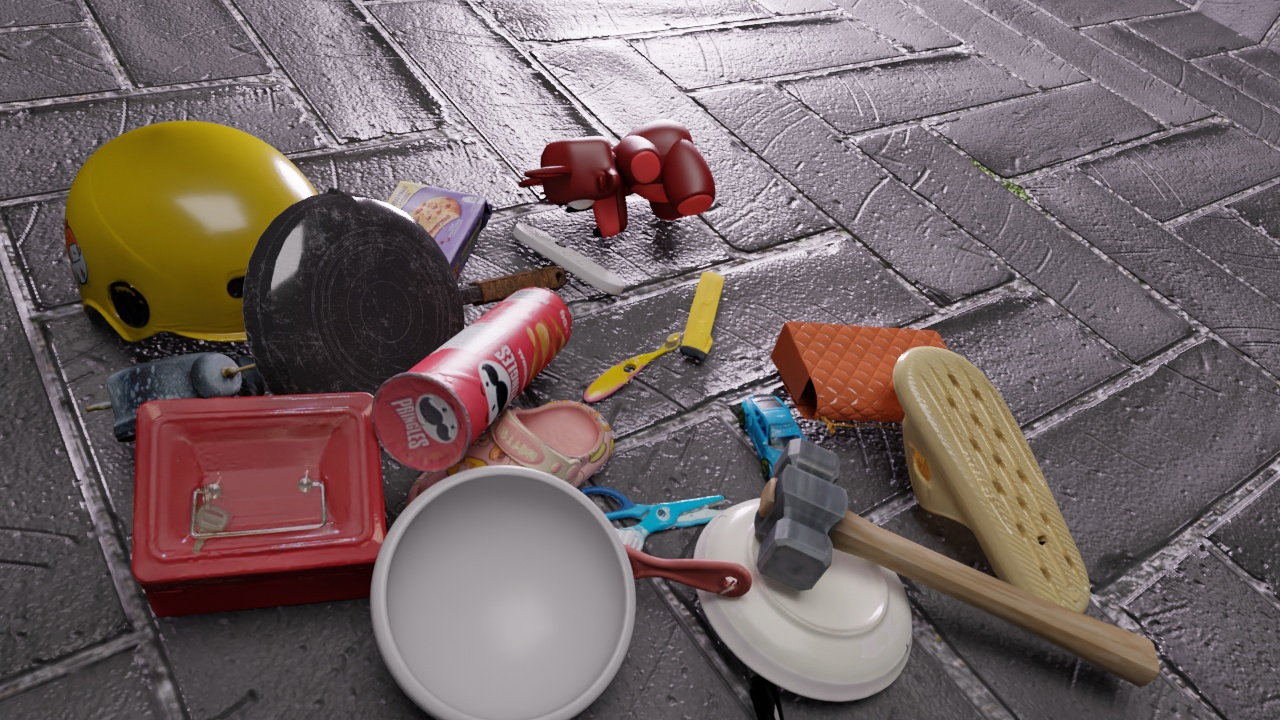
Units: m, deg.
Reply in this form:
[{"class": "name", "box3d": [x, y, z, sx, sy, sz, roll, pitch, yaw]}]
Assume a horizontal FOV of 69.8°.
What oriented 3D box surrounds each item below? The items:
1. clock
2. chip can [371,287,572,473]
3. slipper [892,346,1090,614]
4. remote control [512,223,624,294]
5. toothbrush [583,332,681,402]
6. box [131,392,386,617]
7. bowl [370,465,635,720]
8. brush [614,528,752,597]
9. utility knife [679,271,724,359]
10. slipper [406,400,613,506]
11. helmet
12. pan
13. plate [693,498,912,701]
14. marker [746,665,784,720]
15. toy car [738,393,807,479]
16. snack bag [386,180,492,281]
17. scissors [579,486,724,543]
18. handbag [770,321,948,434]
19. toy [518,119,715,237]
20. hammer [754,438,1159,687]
[{"class": "clock", "box3d": [-0.333, 0.024, 0.685, 0.129, 0.090, 0.052, -15, 89, -2]}, {"class": "chip can", "box3d": [-0.121, 0.004, 0.720, 0.073, 0.073, 0.232, 22, 23, 6]}, {"class": "slipper", "box3d": [0.296, 0.111, 0.808, 0.111, 0.079, 0.261, -14, 69, -31]}, {"class": "remote control", "box3d": [-0.075, -0.106, 0.952, 0.136, 0.013, 0.043, 32, 19, 17]}, {"class": "toothbrush", "box3d": [-0.005, 0.005, 0.868, 0.021, 0.016, 0.135, 41, 48, 18]}, {"class": "box", "box3d": [-0.262, 0.105, 0.643, 0.157, 0.123, 0.136, 0, 63, -21]}, {"class": "bowl", "box3d": [-0.095, 0.164, 0.625, 0.176, 0.066, 0.176, 10, 61, -18]}, {"class": "brush", "box3d": [-0.002, 0.146, 0.683, 0.172, 0.041, 0.030, 6, 31, 13]}, {"class": "utility knife", "box3d": [0.067, -0.050, 0.947, 0.030, 0.017, 0.155, 21, 44, -2]}, {"class": "slipper", "box3d": [-0.097, 0.074, 0.723, 0.093, 0.082, 0.196, 35, 44, 21]}, {"class": "helmet", "box3d": [-0.366, -0.122, 0.768, 0.240, 0.140, 0.208, 18, 40, 27]}, {"class": "pan", "box3d": [-0.170, -0.052, 0.792, 0.040, 0.207, 0.355, -7, 8, 37]}, {"class": "plate", "box3d": [0.131, 0.171, 0.710, 0.182, 0.034, 0.182, 13, 39, -11]}, {"class": "marker", "box3d": [0.080, 0.212, 0.678, 0.022, 0.016, 0.138, 14, 39, -29]}, {"class": "toy car", "box3d": [0.126, 0.070, 0.829, 0.048, 0.032, 0.105, -3, 48, -20]}, {"class": "snack bag", "box3d": [-0.217, -0.091, 0.876, 0.096, 0.059, 0.204, 13, 46, 4]}, {"class": "scissors", "box3d": [0.011, 0.123, 0.754, 0.140, 0.015, 0.083, -12, 50, -24]}, {"class": "handbag", "box3d": [0.224, 0.023, 0.883, 0.171, 0.060, 0.108, 3, 39, -18]}, {"class": "toy", "box3d": [-0.029, -0.194, 0.991, 0.197, 0.120, 0.158, -6, 9, -9]}, {"class": "hammer", "box3d": [0.242, 0.168, 0.701, 0.323, 0.051, 0.117, 24, 38, -1]}]
